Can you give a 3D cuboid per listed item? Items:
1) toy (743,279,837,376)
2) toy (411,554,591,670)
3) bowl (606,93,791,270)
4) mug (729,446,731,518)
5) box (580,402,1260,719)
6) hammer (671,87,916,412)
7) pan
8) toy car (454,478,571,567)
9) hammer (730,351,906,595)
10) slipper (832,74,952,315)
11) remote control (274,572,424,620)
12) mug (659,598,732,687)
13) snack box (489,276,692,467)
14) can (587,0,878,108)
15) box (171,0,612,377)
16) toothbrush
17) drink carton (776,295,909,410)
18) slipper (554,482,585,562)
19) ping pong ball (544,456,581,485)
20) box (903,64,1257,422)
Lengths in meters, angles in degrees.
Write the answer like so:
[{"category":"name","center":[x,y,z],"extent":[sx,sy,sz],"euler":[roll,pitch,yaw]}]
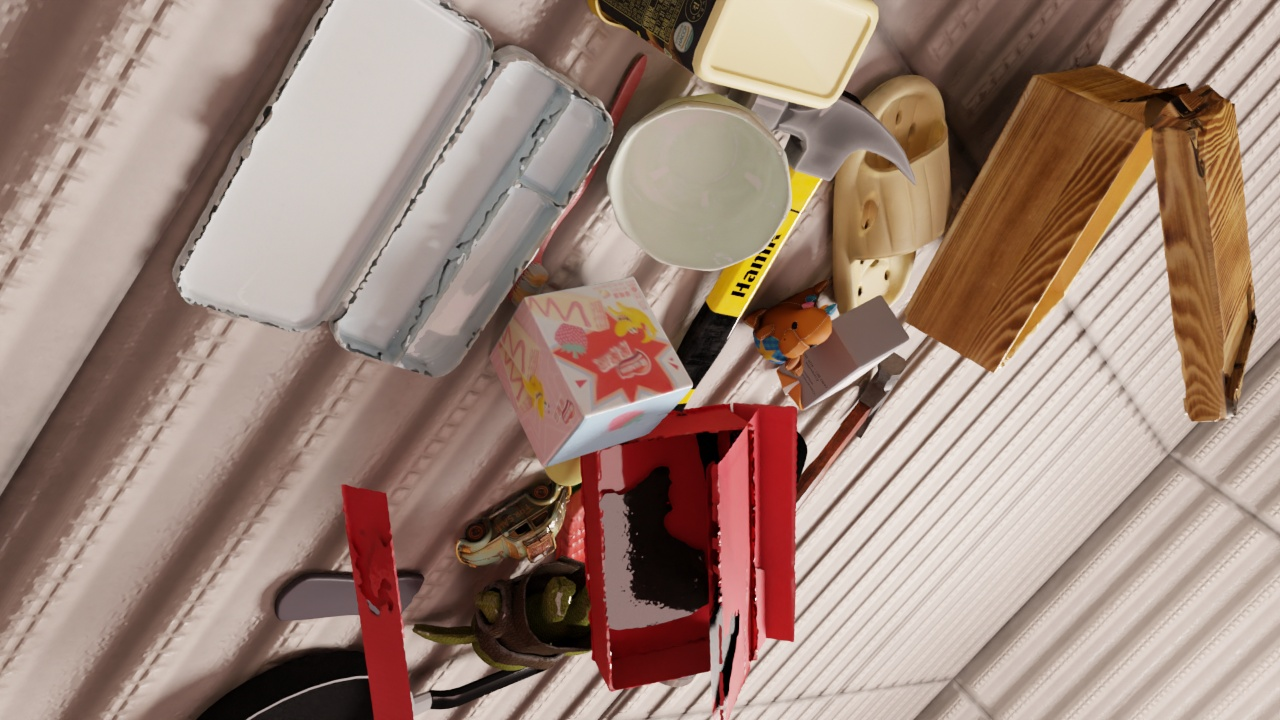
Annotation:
[{"category":"toy","center":[0.144,-0.039,0.793],"extent":[0.102,0.070,0.090],"euler":[-47,-169,-17]},{"category":"toy","center":[-0.091,0.225,0.804],"extent":[0.179,0.078,0.153],"euler":[18,145,-32]},{"category":"bowl","center":[0.040,-0.123,0.601],"extent":[0.117,0.061,0.118],"euler":[5,128,6]},{"category":"mug","center":[0.112,0.115,0.931],"extent":[0.100,0.085,0.119],"euler":[-42,178,-28]},{"category":"box","center":[0.184,0.147,0.707],"extent":[0.467,0.138,0.215],"euler":[-1,104,2]},{"category":"hammer","center":[0.083,-0.064,0.725],"extent":[0.169,0.034,0.325],"euler":[9,127,-29]},{"category":"pan","center":[-0.233,0.312,0.814],"extent":[0.354,0.044,0.205],"euler":[-10,133,-38]},{"category":"toy car","center":[-0.098,0.144,0.770],"extent":[0.111,0.047,0.047],"euler":[-30,146,-18]},{"category":"hammer","center":[0.180,0.125,0.970],"extent":[0.300,0.028,0.111],"euler":[-48,163,-19]},{"category":"slipper","center":[0.227,-0.120,0.792],"extent":[0.111,0.079,0.262],"euler":[-33,144,-21]},{"category":"remote control","center":[-0.227,0.183,0.717],"extent":[0.124,0.009,0.046],"euler":[16,114,-51]},{"category":"mug","center":[0.056,0.303,1.074],"extent":[0.107,0.080,0.115],"euler":[-64,168,25]},{"category":"snack box","center":[-0.035,0.007,0.632],"extent":[0.092,0.094,0.080],"euler":[-14,158,-35]},{"category":"can","center":[0.054,-0.200,0.518],"extent":[0.130,0.101,0.073],"euler":[-3,128,-43]},{"category":"box","center":[-0.132,-0.092,0.515],"extent":[0.189,0.037,0.209],"euler":[20,111,-43]},{"category":"toothbrush","center":[-0.040,-0.111,0.593],"extent":[0.015,0.015,0.185],"euler":[7,120,-47]},{"category":"drink carton","center":[0.184,-0.004,0.850],"extent":[0.076,0.048,0.125],"euler":[-27,168,-22]},{"category":"slipper","center":[-0.034,0.207,0.890],"extent":[0.103,0.059,0.249],"euler":[-22,138,-27]},{"category":"ping pong ball","center":[-0.059,0.082,0.751],"extent":[0.040,0.040,0.040],"euler":[-26,141,-23]},{"category":"box","center":[0.441,-0.117,0.796],"extent":[0.278,0.264,0.270],"euler":[-25,141,-49]}]
